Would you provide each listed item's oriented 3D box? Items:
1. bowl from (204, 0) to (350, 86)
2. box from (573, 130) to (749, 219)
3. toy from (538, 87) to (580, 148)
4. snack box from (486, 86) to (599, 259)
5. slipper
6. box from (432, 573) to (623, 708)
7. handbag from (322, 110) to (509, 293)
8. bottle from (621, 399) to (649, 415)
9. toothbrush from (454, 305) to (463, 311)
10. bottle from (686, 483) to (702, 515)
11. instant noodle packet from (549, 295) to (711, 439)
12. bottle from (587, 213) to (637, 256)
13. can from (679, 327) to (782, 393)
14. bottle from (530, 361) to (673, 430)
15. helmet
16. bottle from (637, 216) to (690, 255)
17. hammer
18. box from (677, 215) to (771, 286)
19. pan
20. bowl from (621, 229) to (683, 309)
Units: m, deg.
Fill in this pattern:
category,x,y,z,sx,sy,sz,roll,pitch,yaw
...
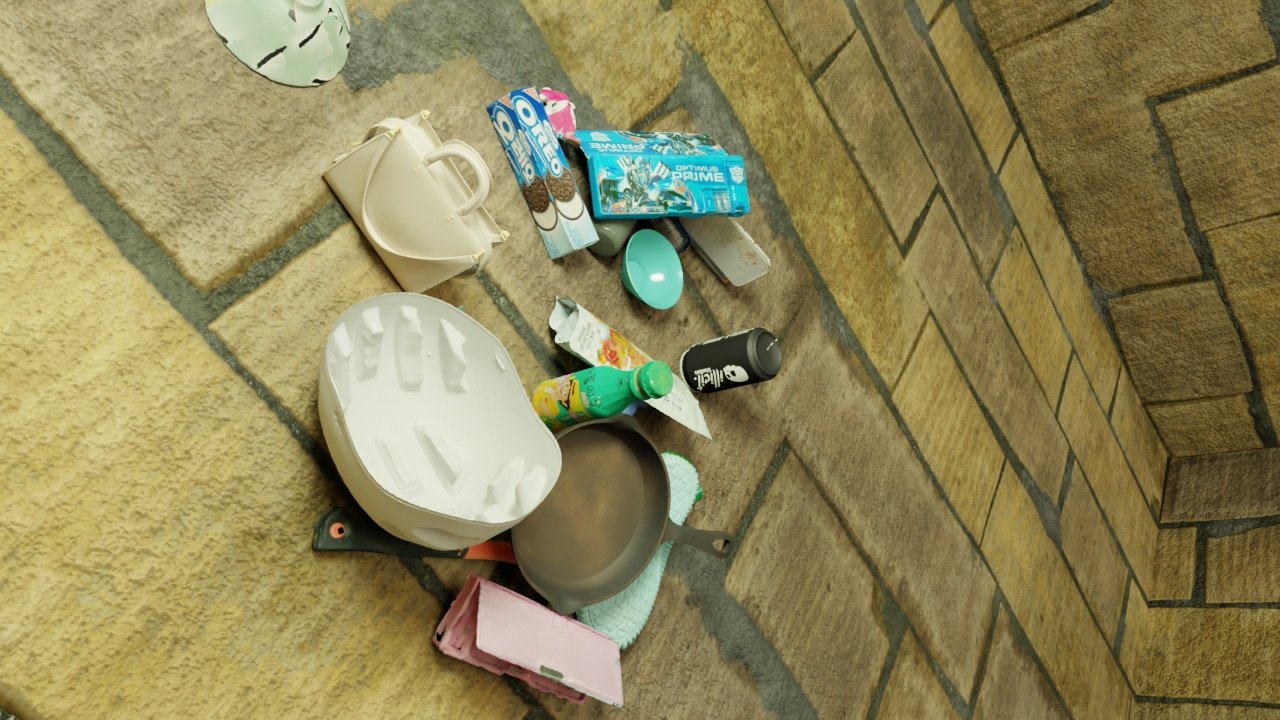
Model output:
category,x,y,z,sx,sy,sz,roll,pitch,yaw
bowl,-0.385,-0.400,1.018,0.174,0.068,0.174,12,72,-42
box,0.034,-0.285,1.335,0.243,0.064,0.174,-5,63,-26
toy,-0.118,-0.349,1.296,0.065,0.050,0.102,1,67,-22
snack box,-0.132,-0.254,1.251,0.059,0.060,0.226,-29,101,-43
slipper,-0.009,0.248,1.228,0.116,0.070,0.275,34,74,-24
box,-0.112,0.337,1.055,0.232,0.099,0.099,38,80,-34
handbag,-0.231,-0.181,1.021,0.194,0.198,0.101,57,45,-18
bottle,-0.034,0.059,1.272,0.131,0.048,0.048,-5,82,-47
toothbrush,-0.245,-0.019,1.096,0.021,0.016,0.132,44,50,-26
bottle,0.047,0.217,1.320,0.109,0.043,0.043,-45,111,-42
instant noodle packet,-0.008,0.007,1.278,0.269,0.057,0.146,32,22,-33
bottle,-0.038,-0.205,1.333,0.060,0.060,0.108,48,49,-26
can,0.137,0.002,1.395,0.080,0.146,0.080,15,68,-43
bottle,-0.048,0.041,1.142,0.068,0.210,0.068,15,68,-43
helmet,-0.225,0.062,0.969,0.223,0.184,0.282,-33,99,-54
bottle,0.017,-0.231,1.401,0.161,0.056,0.056,57,46,-19
hammer,-0.215,0.213,1.055,0.332,0.033,0.133,19,66,-41
box,0.115,-0.222,1.491,0.216,0.095,0.107,45,25,-28
pan,-0.017,0.200,1.154,0.355,0.043,0.248,22,84,-37
bowl,0.006,-0.131,1.368,0.121,0.046,0.121,15,68,-43
